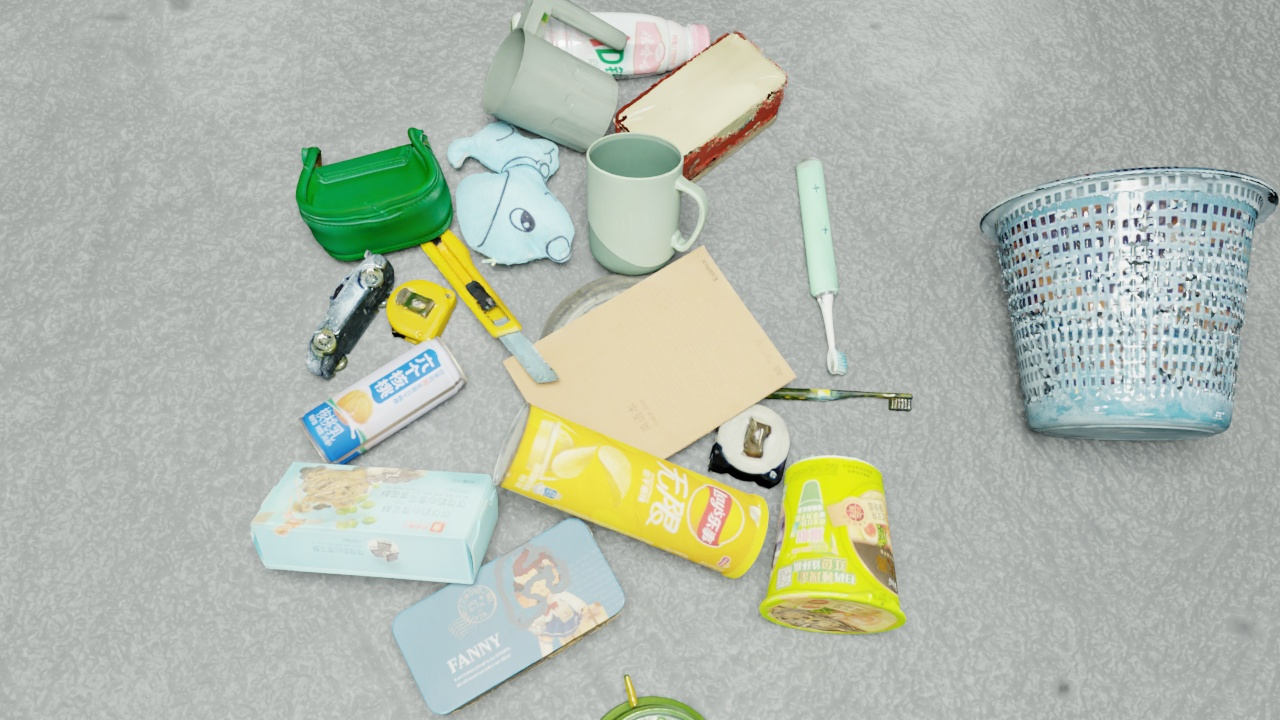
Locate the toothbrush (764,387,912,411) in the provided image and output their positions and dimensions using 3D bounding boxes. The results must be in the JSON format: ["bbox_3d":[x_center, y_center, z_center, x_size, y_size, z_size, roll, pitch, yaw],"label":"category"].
[{"bbox_3d":[0.155,0.034,0.829,0.186,0.012,0.017,2,80,-3],"label":"toothbrush"}]

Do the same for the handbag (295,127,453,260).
[{"bbox_3d":[-0.245,-0.159,0.839,0.131,0.068,0.120,-17,59,-8],"label":"handbag"}]

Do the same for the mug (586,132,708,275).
[{"bbox_3d":[0.007,-0.134,0.818,0.112,0.106,0.082,17,43,17],"label":"mug"}]

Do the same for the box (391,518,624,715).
[{"bbox_3d":[-0.106,0.203,0.721,0.184,0.061,0.089,-29,73,-16],"label":"box"}]

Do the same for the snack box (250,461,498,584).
[{"bbox_3d":[-0.204,0.125,0.718,0.175,0.052,0.074,2,32,7],"label":"snack box"}]

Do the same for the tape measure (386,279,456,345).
[{"bbox_3d":[-0.199,-0.045,0.824,0.057,0.029,0.060,21,69,5],"label":"tape measure"}]

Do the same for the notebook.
[{"bbox_3d":[0.008,0.008,0.800,0.211,0.012,0.149,-31,73,-10],"label":"notebook"}]

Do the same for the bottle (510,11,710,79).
[{"bbox_3d":[-0.030,-0.315,0.920,0.197,0.068,0.068,-5,70,-9],"label":"bottle"}]

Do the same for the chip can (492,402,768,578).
[{"bbox_3d":[-0.007,0.105,0.729,0.213,0.072,0.072,23,68,-13],"label":"chip can"}]

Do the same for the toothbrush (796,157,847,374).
[{"bbox_3d":[0.172,-0.092,0.869,0.027,0.027,0.224,8,67,-25],"label":"toothbrush"}]

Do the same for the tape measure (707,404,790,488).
[{"bbox_3d":[0.096,0.072,0.798,0.066,0.034,0.066,15,69,0],"label":"tape measure"}]

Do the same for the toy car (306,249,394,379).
[{"bbox_3d":[-0.256,-0.040,0.805,0.037,0.054,0.120,25,71,3],"label":"toy car"}]

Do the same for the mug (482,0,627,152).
[{"bbox_3d":[-0.076,-0.269,0.858,0.103,0.083,0.124,18,103,-31],"label":"mug"}]

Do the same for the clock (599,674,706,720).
[{"bbox_3d":[0.025,0.324,0.686,0.161,0.056,0.116,36,72,9],"label":"clock"}]

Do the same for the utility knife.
[{"bbox_3d":[-0.138,-0.054,0.820,0.033,0.015,0.215,-36,65,-11],"label":"utility knife"}]

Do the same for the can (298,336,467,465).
[{"bbox_3d":[-0.217,0.035,0.780,0.134,0.053,0.053,-34,75,-15],"label":"can"}]

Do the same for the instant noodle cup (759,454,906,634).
[{"bbox_3d":[0.155,0.146,0.741,0.111,0.112,0.123,8,62,-1],"label":"instant noodle cup"}]

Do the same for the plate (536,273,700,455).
[{"bbox_3d":[-0.005,0.005,0.821,0.179,0.024,0.179,0,70,0],"label":"plate"}]

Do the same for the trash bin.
[{"bbox_3d":[0.408,-0.034,0.780,0.226,0.227,0.195,4,82,-3],"label":"trash bin"}]

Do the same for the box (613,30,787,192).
[{"bbox_3d":[0.059,-0.241,0.891,0.168,0.077,0.091,-40,76,-16],"label":"box"}]

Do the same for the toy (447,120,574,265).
[{"bbox_3d":[-0.123,-0.153,0.860,0.161,0.050,0.156,27,65,8],"label":"toy"}]
